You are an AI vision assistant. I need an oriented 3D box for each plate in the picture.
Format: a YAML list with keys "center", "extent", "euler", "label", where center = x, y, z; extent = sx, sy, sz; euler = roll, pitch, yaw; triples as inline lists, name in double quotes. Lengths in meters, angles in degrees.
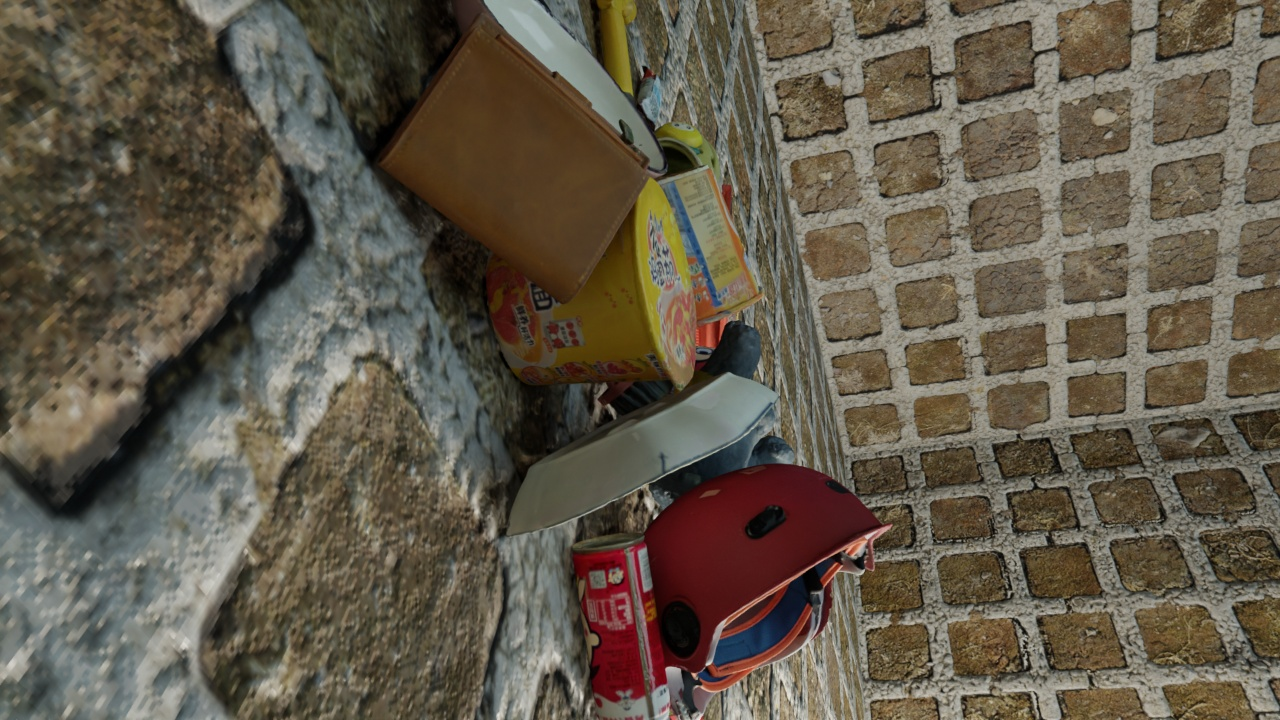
- center: [-0.059, -0.189, 0.627]
  extent: [0.192, 0.039, 0.192]
  euler: [42, 20, -20]
  label: "plate"
- center: [0.004, 0.051, 0.614]
  extent: [0.034, 0.162, 0.265]
  euler: [66, 17, 1]
  label: "plate"

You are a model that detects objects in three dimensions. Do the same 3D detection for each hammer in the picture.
- center: [-0.020, -0.263, 0.929]
  extent: [0.128, 0.033, 0.300]
  euler: [25, 57, -71]
  label: "hammer"

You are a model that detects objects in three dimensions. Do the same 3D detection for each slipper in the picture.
- center: [0.040, -0.199, 0.976]
  extent: [0.082, 0.091, 0.190]
  euler: [101, 1, -49]
  label: "slipper"

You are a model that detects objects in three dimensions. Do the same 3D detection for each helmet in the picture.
- center: [0.078, 0.159, 0.730]
  extent: [0.144, 0.206, 0.241]
  euler: [50, -42, 27]
  label: "helmet"

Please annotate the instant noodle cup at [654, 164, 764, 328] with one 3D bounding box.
- center: [0.013, -0.086, 0.736]
  extent: [0.151, 0.151, 0.111]
  euler: [-50, 125, -70]
  label: "instant noodle cup"

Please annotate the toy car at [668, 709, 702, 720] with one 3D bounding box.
- center: [0.041, 0.303, 0.825]
  extent: [0.106, 0.031, 0.049]
  euler: [66, 22, -48]
  label: "toy car"

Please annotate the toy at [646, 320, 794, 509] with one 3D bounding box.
- center: [0.070, 0.091, 0.854]
  extent: [0.091, 0.137, 0.357]
  euler: [51, -9, 31]
  label: "toy"

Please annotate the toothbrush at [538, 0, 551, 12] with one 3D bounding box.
- center: [-0.059, -0.244, 0.818]
  extent: [0.016, 0.014, 0.190]
  euler: [63, 0, 40]
  label: "toothbrush"

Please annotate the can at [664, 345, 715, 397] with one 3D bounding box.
- center: [0.054, 0.019, 0.889]
  extent: [0.066, 0.094, 0.066]
  euler: [9, 89, -75]
  label: "can"

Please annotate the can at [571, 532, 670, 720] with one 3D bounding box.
- center: [-0.013, 0.192, 0.647]
  extent: [0.053, 0.053, 0.132]
  euler: [-3, 84, -74]
  label: "can"

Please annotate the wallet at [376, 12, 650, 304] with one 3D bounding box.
- center: [-0.060, -0.116, 0.512]
  extent: [0.130, 0.035, 0.119]
  euler: [37, 73, -27]
  label: "wallet"

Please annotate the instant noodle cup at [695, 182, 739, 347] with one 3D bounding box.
- center: [0.073, -0.090, 1.032]
  extent: [0.165, 0.079, 0.188]
  euler: [86, 8, -46]
  label: "instant noodle cup"

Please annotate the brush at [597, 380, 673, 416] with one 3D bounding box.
- center: [-0.005, 0.005, 0.791]
  extent: [0.069, 0.063, 0.145]
  euler: [48, 21, -1]
  label: "brush"

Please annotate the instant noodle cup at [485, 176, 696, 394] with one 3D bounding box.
- center: [-0.032, -0.044, 0.614]
  extent: [0.138, 0.110, 0.138]
  euler: [-9, 89, -75]
  label: "instant noodle cup"

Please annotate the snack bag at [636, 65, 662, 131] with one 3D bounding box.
- center: [0.010, -0.305, 1.075]
  extent: [0.104, 0.026, 0.048]
  euler: [-82, 151, -45]
  label: "snack bag"
